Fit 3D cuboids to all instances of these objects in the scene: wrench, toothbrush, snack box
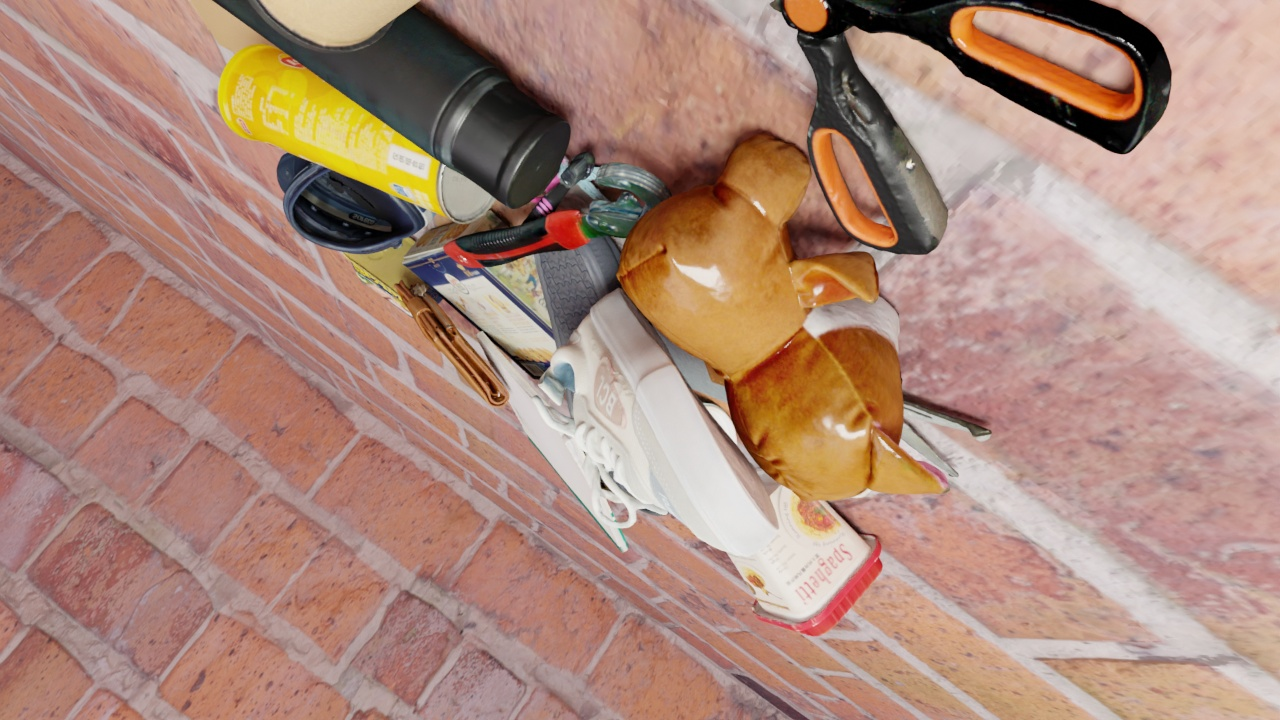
[{"bbox_3d":[-0.065,-0.086,0.614,0.056,0.016,0.274,32,160,-29],"label":"wrench"},{"bbox_3d":[-0.069,-0.100,0.624,0.014,0.017,0.190,47,155,-8],"label":"toothbrush"},{"bbox_3d":[-0.115,-0.051,0.838,0.182,0.045,0.178,44,161,-23],"label":"snack box"}]

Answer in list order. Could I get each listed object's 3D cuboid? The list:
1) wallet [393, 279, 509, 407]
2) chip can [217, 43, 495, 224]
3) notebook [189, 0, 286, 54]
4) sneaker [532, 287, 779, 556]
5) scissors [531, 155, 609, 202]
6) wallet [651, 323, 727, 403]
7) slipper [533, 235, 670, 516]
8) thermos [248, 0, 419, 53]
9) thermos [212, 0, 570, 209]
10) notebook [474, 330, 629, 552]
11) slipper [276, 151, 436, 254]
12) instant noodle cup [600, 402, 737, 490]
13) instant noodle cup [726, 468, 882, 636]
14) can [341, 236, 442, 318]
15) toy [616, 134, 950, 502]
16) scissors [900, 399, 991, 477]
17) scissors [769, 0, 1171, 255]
[{"bbox_3d":[-0.182,-0.019,0.879,0.132,0.031,0.108,40,167,48],"label":"wallet"},{"bbox_3d":[-0.200,-0.164,0.651,0.213,0.072,0.072,24,159,23],"label":"chip can"},{"bbox_3d":[-0.286,-0.258,0.696,0.208,0.008,0.148,29,161,19],"label":"notebook"},{"bbox_3d":[-0.007,0.039,0.521,0.089,0.091,0.242,50,-177,-30],"label":"sneaker"},{"bbox_3d":[-0.051,-0.126,0.589,0.133,0.017,0.135,11,148,43],"label":"scissors"},{"bbox_3d":[0.068,0.006,0.613,0.130,0.037,0.106,21,158,37],"label":"wallet"},{"bbox_3d":[-0.004,0.004,0.713,0.111,0.083,0.268,21,134,48],"label":"slipper"},{"bbox_3d":[-0.129,-0.202,0.434,0.143,0.092,0.093,5,145,46],"label":"thermos"},{"bbox_3d":[-0.154,-0.178,0.546,0.242,0.068,0.090,37,173,6],"label":"thermos"},{"bbox_3d":[-0.086,0.073,0.857,0.209,0.012,0.150,41,158,49],"label":"notebook"},{"bbox_3d":[-0.252,-0.136,0.796,0.253,0.095,0.105,13,148,51],"label":"slipper"},{"bbox_3d":[0.021,0.078,0.832,0.121,0.111,0.111,-1,140,50],"label":"instant noodle cup"},{"bbox_3d":[0.136,0.169,0.843,0.124,0.116,0.117,52,160,-8],"label":"instant noodle cup"},{"bbox_3d":[-0.259,-0.095,0.973,0.102,0.057,0.083,36,164,3],"label":"can"},{"bbox_3d":[0.079,-0.010,0.486,0.199,0.130,0.140,60,161,-3],"label":"toy"},{"bbox_3d":[0.122,0.010,0.607,0.223,0.015,0.189,42,161,-15],"label":"scissors"},{"bbox_3d":[0.085,-0.124,0.347,0.232,0.021,0.221,22,152,35],"label":"scissors"}]
